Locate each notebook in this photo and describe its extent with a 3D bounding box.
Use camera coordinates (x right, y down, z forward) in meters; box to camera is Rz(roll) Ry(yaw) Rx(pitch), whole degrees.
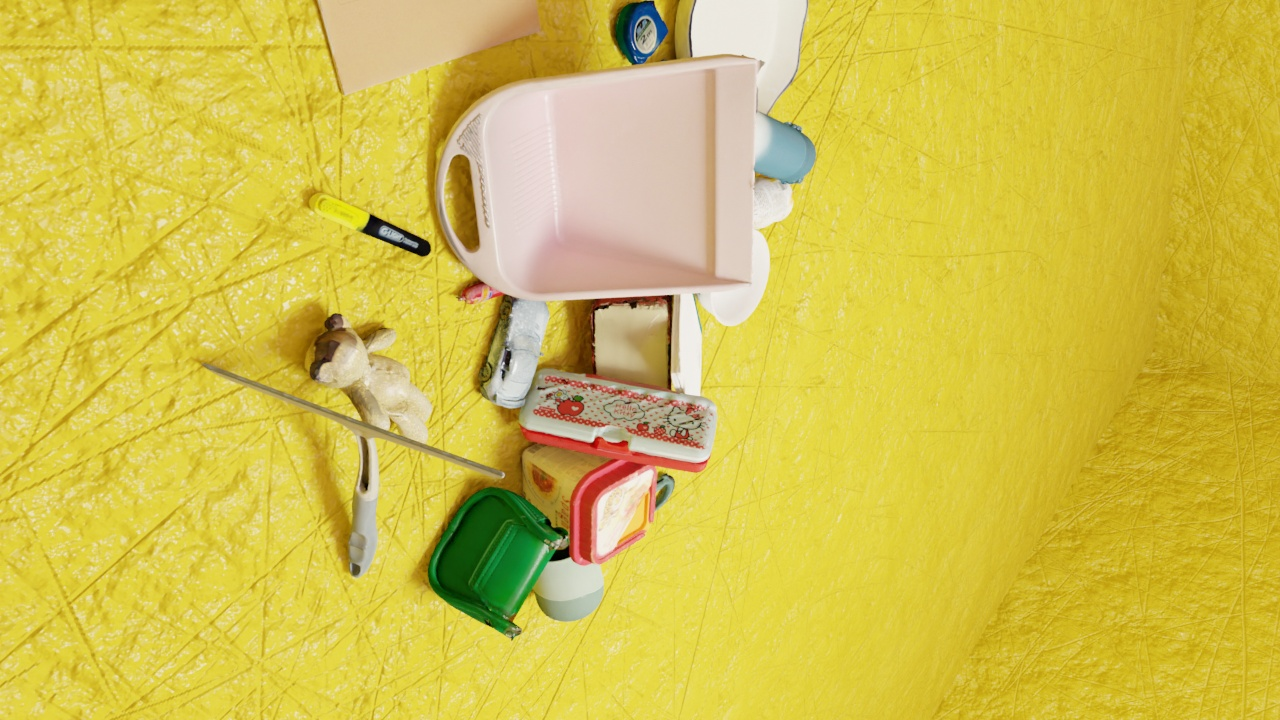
[{"bbox_3d":[0.055,-0.014,1.046,0.209,0.012,0.150,68,23,-65],"label":"notebook"},{"bbox_3d":[-0.171,-0.316,0.741,0.207,0.008,0.148,-34,131,-35],"label":"notebook"}]

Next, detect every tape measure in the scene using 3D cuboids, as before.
[{"bbox_3d":[-0.002,-0.330,0.918,0.058,0.025,0.054,-58,139,-18],"label":"tape measure"}]

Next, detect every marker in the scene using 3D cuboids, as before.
[{"bbox_3d":[-0.223,-0.112,0.773,0.124,0.015,0.018,22,93,-53],"label":"marker"}]

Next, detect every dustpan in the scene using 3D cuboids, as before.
[{"bbox_3d":[-0.034,-0.149,0.830,0.138,0.274,0.223,-55,144,-57],"label":"dustpan"}]

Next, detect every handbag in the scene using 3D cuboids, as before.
[{"bbox_3d":[-0.143,0.203,0.938,0.131,0.120,0.068,-61,145,-9],"label":"handbag"}]

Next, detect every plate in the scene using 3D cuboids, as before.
[{"bbox_3d":[0.109,-0.366,1.013,0.204,0.046,0.205,-24,125,-40],"label":"plate"}]

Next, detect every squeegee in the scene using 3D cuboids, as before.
[{"bbox_3d":[-0.240,0.114,0.795,0.247,0.246,0.039,107,3,-46],"label":"squeegee"}]

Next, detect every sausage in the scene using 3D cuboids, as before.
[{"bbox_3d":[-0.118,-0.082,0.908,0.155,0.020,0.020,-27,127,-39],"label":"sausage"}]

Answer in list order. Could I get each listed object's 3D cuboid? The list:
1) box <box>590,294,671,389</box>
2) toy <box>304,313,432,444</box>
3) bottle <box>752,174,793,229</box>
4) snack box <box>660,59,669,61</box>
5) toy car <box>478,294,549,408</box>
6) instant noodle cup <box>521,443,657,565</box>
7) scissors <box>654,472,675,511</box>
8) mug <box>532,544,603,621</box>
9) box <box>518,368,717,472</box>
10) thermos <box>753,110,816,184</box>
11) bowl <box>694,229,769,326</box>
[{"bbox_3d":[-0.006,0.006,1.004,0.079,0.091,0.168,-84,173,-62],"label":"box"},{"bbox_3d":[-0.231,0.024,0.802,0.157,0.066,0.105,55,33,-51],"label":"toy"},{"bbox_3d":[0.137,-0.190,1.116,0.108,0.063,0.063,-26,126,-40],"label":"bottle"},{"bbox_3d":[-0.007,-0.238,0.954,0.156,0.026,0.085,-44,136,-27],"label":"snack box"},{"bbox_3d":[-0.124,-0.012,0.924,0.054,0.037,0.120,10,96,-50],"label":"toy car"},{"bbox_3d":[-0.060,0.140,0.997,0.116,0.124,0.116,-24,128,-41],"label":"instant noodle cup"},{"bbox_3d":[-0.005,0.160,1.160,0.173,0.019,0.178,-54,141,-19],"label":"scissors"},{"bbox_3d":[-0.084,0.230,1.061,0.111,0.082,0.106,-70,156,-53],"label":"mug"},{"bbox_3d":[-0.022,0.058,0.949,0.049,0.201,0.086,93,9,-54],"label":"box"},{"bbox_3d":[0.129,-0.244,1.020,0.220,0.070,0.070,-2,109,-56],"label":"thermos"},{"bbox_3d":[0.096,-0.107,1.108,0.118,0.065,0.118,-26,126,-43],"label":"bowl"}]
